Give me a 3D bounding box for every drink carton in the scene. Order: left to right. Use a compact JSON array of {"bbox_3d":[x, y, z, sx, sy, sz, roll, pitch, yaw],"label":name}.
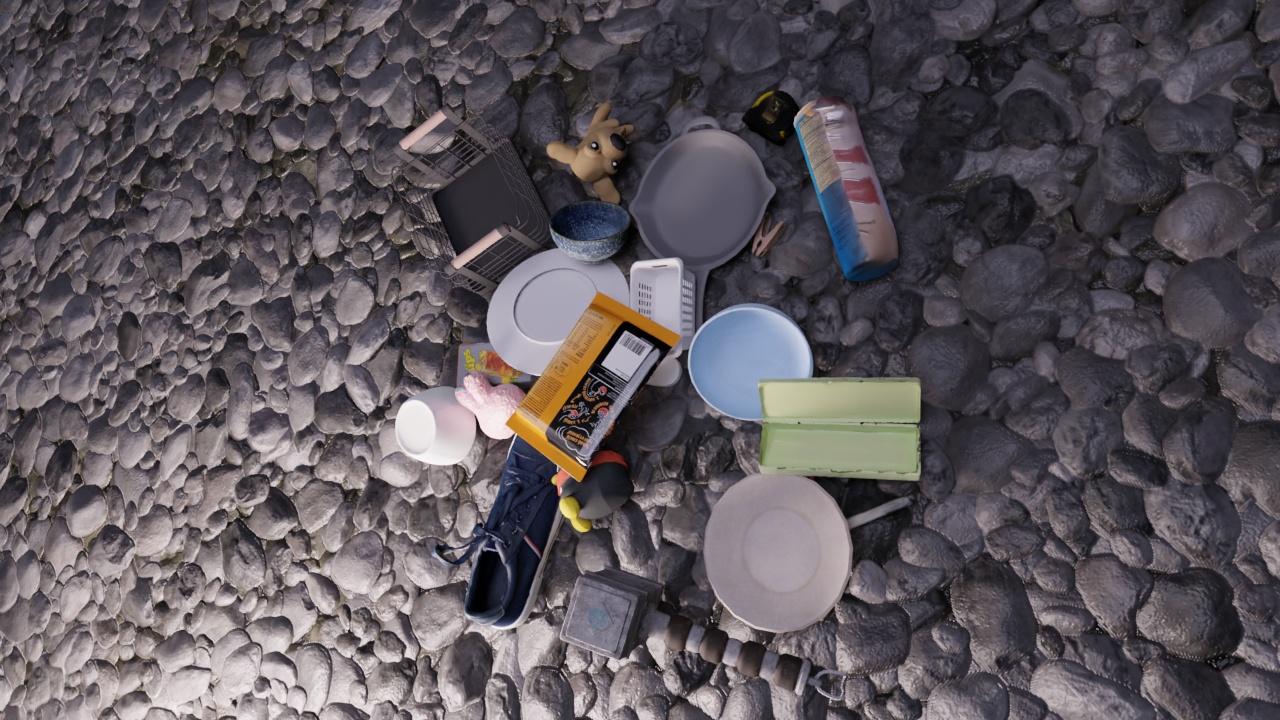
[{"bbox_3d":[-0.199,0.009,1.317,0.125,0.048,0.076,-4,76,24],"label":"drink carton"}]

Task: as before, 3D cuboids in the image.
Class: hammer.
[{"bbox_3d":[0.078,0.329,1.069,0.326,0.177,0.079,16,85,14],"label":"hammer"}]

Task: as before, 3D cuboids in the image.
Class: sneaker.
[{"bbox_3d":[-0.179,0.209,1.222,0.121,0.127,0.294,10,81,25],"label":"sneaker"}]

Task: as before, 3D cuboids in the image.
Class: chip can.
[{"bbox_3d":[0.259,-0.216,1.146,0.080,0.079,0.229,-20,71,19],"label":"chip can"}]

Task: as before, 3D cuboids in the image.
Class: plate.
[{"bbox_3d":[-0.117,-0.075,1.282,0.209,0.015,0.208,-6,61,11],"label":"plate"},{"bbox_3d":[0.166,0.228,1.100,0.189,0.027,0.188,-7,76,30],"label":"plate"}]

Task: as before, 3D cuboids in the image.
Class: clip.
[{"bbox_3d":[0.161,-0.168,1.207,0.061,0.024,0.041,-49,64,11],"label":"clip"}]

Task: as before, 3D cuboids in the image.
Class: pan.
[{"bbox_3d":[0.083,-0.153,1.236,0.217,0.024,0.354,-2,83,29],"label":"pan"}]

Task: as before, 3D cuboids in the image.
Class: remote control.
[{"bbox_3d":[-0.007,0.007,1.250,0.137,0.013,0.043,10,82,26],"label":"remote control"}]

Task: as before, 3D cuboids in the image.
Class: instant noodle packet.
[{"bbox_3d":[-0.066,0.028,1.188,0.160,0.032,0.220,31,84,39],"label":"instant noodle packet"}]

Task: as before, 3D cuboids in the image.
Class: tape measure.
[{"bbox_3d":[0.180,-0.327,1.226,0.067,0.038,0.062,41,96,27],"label":"tape measure"}]

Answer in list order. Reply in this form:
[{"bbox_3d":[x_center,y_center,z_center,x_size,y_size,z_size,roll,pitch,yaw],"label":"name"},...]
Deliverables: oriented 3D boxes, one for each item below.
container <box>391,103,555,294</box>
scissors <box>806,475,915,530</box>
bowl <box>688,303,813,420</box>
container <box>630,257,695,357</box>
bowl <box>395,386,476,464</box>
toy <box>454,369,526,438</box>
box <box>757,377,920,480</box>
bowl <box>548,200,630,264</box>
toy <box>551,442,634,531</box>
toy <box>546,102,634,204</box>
[{"bbox_3d":[-0.248,-0.233,1.349,0.163,0.130,0.241,-33,67,14],"label":"container"},{"bbox_3d":[0.235,0.179,1.098,0.179,0.015,0.198,5,81,26],"label":"scissors"},{"bbox_3d":[0.140,-0.008,1.138,0.151,0.074,0.151,5,114,12],"label":"bowl"},{"bbox_3d":[0.032,-0.067,1.210,0.081,0.049,0.129,-1,87,36],"label":"container"},{"bbox_3d":[-0.300,0.095,1.320,0.116,0.065,0.116,0,90,32],"label":"bowl"},{"bbox_3d":[-0.209,0.059,1.280,0.105,0.053,0.109,36,137,-6],"label":"toy"},{"bbox_3d":[0.234,0.078,1.082,0.188,0.064,0.130,-2,98,16],"label":"box"},{"bbox_3d":[-0.069,-0.172,1.285,0.114,0.061,0.114,-1,39,1],"label":"bowl"},{"bbox_3d":[-0.067,0.148,1.201,0.099,0.097,0.119,-24,60,-1],"label":"toy"},{"bbox_3d":[-0.058,-0.303,1.306,0.106,0.134,0.108,-24,39,41],"label":"toy"}]
